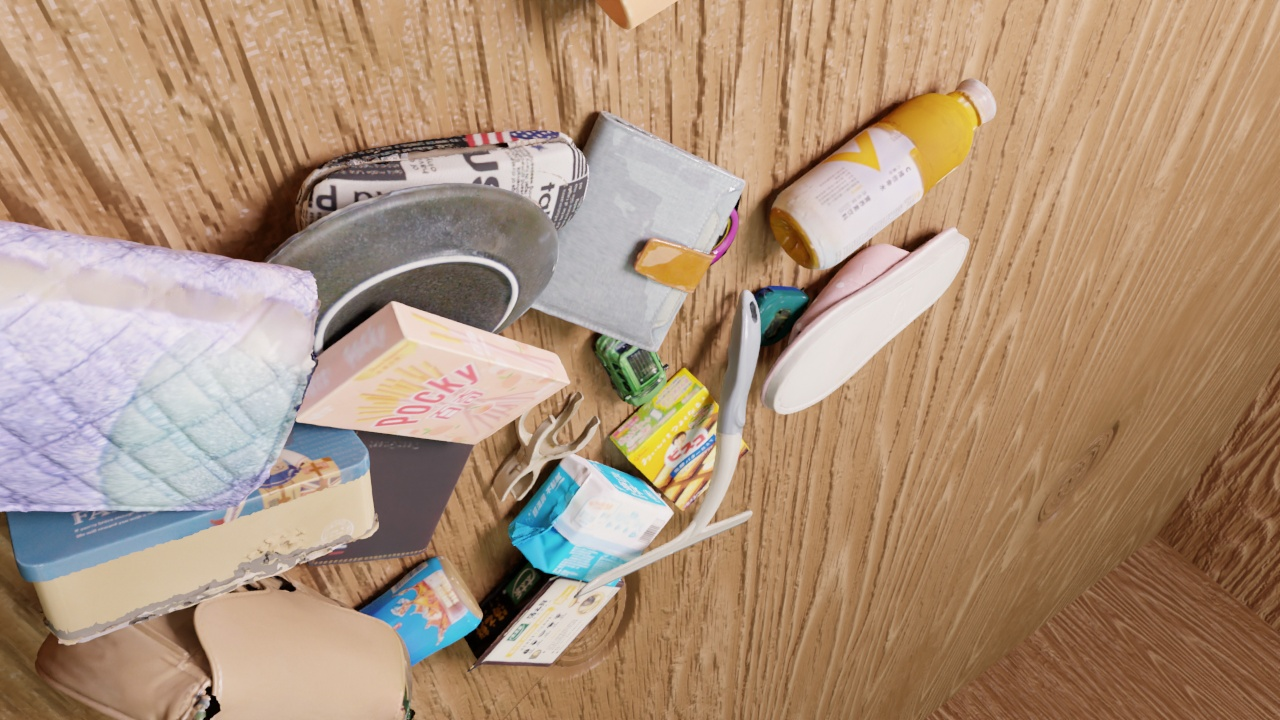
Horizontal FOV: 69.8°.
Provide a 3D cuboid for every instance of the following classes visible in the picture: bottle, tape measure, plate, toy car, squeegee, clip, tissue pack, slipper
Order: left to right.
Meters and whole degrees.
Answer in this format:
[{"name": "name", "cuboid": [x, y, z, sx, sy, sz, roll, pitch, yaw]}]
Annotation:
[{"name": "bottle", "cuboid": [-0.224, 0.232, 0.686, 0.218, 0.065, 0.065, -34, 144, -14]}, {"name": "plate", "cuboid": [-0.123, -0.029, 0.498, 0.179, 0.024, 0.180, -23, 159, -10]}, {"name": "clip", "cuboid": [-0.083, 0.061, 0.676, 0.103, 0.035, 0.092, -39, 149, 7]}, {"name": "tissue pack", "cuboid": [-0.040, 0.133, 0.763, 0.090, 0.063, 0.140, -51, 146, 5]}, {"name": "toy car", "cuboid": [-0.004, 0.004, 0.691, 0.043, 0.036, 0.091, -39, 149, -8]}, {"name": "tape measure", "cuboid": [0.037, -0.093, 0.626, 0.057, 0.039, 0.057, -24, 141, -33]}, {"name": "squeegee", "cuboid": [0.066, 0.064, 0.752, 0.245, 0.039, 0.247, -9, 118, -52]}, {"name": "tape measure", "cuboid": [0.111, -0.037, 0.767, 0.058, 0.025, 0.055, -1, 126, -43]}, {"name": "slipper", "cuboid": [0.195, -0.046, 0.812, 0.273, 0.054, 0.114, -34, 148, -27]}, {"name": "bottle", "cuboid": [0.185, -0.144, 0.690, 0.189, 0.068, 0.068, -37, 145, -8]}]

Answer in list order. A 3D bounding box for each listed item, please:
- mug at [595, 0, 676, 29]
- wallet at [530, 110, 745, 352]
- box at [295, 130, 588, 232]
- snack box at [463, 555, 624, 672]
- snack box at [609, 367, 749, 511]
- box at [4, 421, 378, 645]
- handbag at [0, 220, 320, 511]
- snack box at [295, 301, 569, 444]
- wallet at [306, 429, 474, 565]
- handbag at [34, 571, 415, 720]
[{"name": "mug", "cuboid": [0.026, -0.224, 0.451, 0.123, 0.078, 0.078, -36, 145, -1]}, {"name": "wallet", "cuboid": [-0.005, -0.074, 0.574, 0.106, 0.037, 0.130, 21, 114, -18]}, {"name": "box", "cuboid": [-0.099, -0.083, 0.489, 0.164, 0.057, 0.071, -18, 163, -30]}, {"name": "snack box", "cuboid": [-0.090, 0.221, 0.815, 0.113, 0.053, 0.125, -49, 144, 9]}, {"name": "snack box", "cuboid": [0.038, 0.073, 0.804, 0.087, 0.034, 0.140, -42, 143, -3]}, {"name": "box", "cuboid": [-0.240, 0.080, 0.490, 0.183, 0.090, 0.060, -17, 125, -35]}, {"name": "handbag", "cuboid": [-0.249, 0.002, 0.386, 0.193, 0.075, 0.134, 7, 136, -36]}, {"name": "snack box", "cuboid": [-0.117, 0.013, 0.534, 0.085, 0.026, 0.157, -33, 158, 19]}, {"name": "wallet", "cuboid": [-0.169, 0.087, 0.631, 0.096, 0.020, 0.122, 2, 123, -45]}, {"name": "handbag", "cuboid": [-0.235, 0.176, 0.553, 0.204, 0.148, 0.099, 39, 71, -56]}]
